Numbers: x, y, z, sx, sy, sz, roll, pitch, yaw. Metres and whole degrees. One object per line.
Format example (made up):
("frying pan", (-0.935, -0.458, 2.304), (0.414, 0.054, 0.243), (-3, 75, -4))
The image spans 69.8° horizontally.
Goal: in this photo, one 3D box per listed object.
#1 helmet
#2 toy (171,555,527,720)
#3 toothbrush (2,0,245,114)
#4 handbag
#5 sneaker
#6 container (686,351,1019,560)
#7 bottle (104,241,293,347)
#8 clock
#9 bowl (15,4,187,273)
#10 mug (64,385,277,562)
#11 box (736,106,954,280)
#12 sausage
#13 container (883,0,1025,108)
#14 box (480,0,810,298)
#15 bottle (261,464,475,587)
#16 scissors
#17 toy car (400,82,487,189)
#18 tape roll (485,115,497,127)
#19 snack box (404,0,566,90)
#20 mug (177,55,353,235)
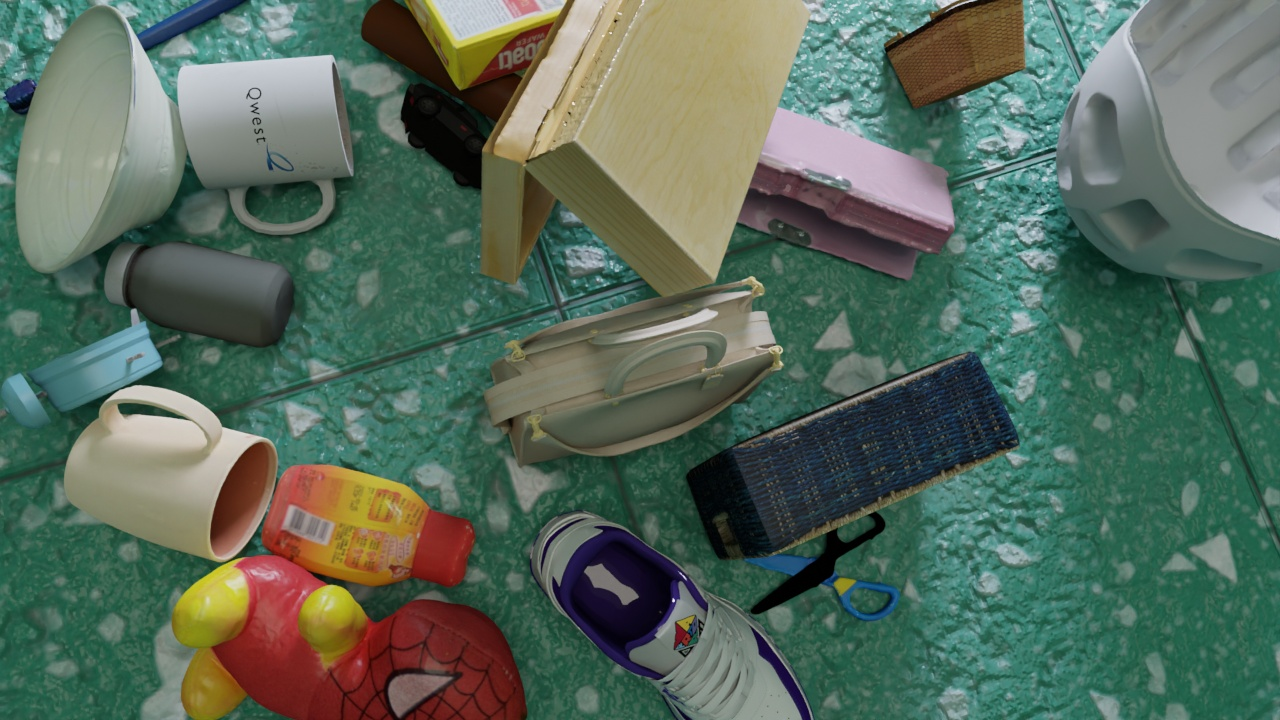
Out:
("helmet", (0.452, -0.188, 0.704), (0.224, 0.184, 0.282), (44, 84, -6))
("toy", (-0.174, 0.191, 0.576), (0.216, 0.148, 0.098), (15, 44, -5))
("toothbrush", (-0.368, -0.231, 0.665), (0.189, 0.017, 0.016), (-34, 87, -13))
("handbag", (-0.003, 0.004, 0.592), (0.194, 0.198, 0.101), (-16, 83, -12))
("sneaker", (0.032, 0.189, 0.611), (0.244, 0.111, 0.091), (39, 77, -1))
("container", (0.136, 0.068, 0.631), (0.187, 0.145, 0.071), (-21, 81, -12))
("bottle", (-0.298, -0.047, 0.624), (0.108, 0.060, 0.060), (13, 79, -7))
("clock", (-0.366, 0.010, 0.588), (0.123, 0.087, 0.042), (-24, 104, 1))
("bowl", (-0.350, -0.139, 0.610), (0.057, 0.177, 0.176), (12, 75, -51))
("mug", (-0.301, 0.065, 0.584), (0.104, 0.112, 0.085), (13, 35, 2))
("box", (0.123, -0.138, 0.721), (0.232, 0.080, 0.099), (17, 43, -7))
("sausage", (-0.139, -0.216, 0.675), (0.155, 0.040, 0.040), (33, 77, 12))
("container", (0.250, -0.243, 0.724), (0.063, 0.114, 0.061), (-18, 97, -12))
("box", (-0.008, -0.176, 0.588), (0.179, 0.142, 0.247), (2, 55, 29))
("bottle", (-0.180, 0.116, 0.622), (0.134, 0.048, 0.071), (16, 76, -6))
("scissors", (0.135, 0.148, 0.685), (0.131, 0.018, 0.109), (12, 76, -8))
("toy car", (-0.138, -0.166, 0.681), (0.091, 0.042, 0.036), (40, 54, -1))
("tape roll", (-0.078, -0.211, 0.708), (0.094, 0.019, 0.094), (1, 81, -9))
("snack box", (-0.133, -0.290, 0.668), (0.092, 0.042, 0.200), (-25, 67, -17))
("mug", (-0.256, -0.148, 0.645), (0.096, 0.083, 0.120), (-8, 111, -10))
